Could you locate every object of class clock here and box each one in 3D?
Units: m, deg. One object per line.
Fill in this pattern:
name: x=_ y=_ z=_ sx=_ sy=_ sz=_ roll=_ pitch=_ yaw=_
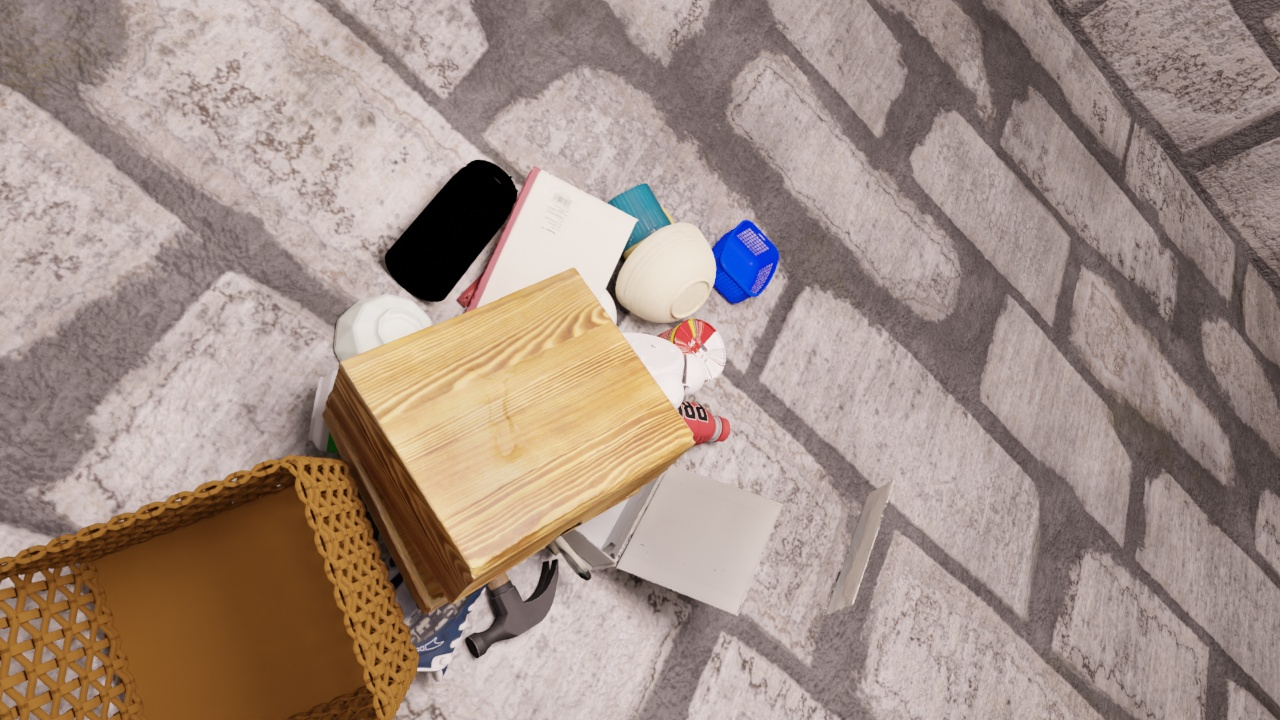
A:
clock: x=-0.007 y=0.007 z=1.140 sx=0.125 sy=0.161 sz=0.073 roll=-36 pitch=136 yaw=-54

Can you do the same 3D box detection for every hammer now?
hammer: x=-0.199 y=0.173 z=1.065 sx=0.132 sy=0.040 sz=0.305 roll=-25 pitch=89 yaw=-36

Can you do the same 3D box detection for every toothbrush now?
toothbrush: x=-0.176 y=-0.133 z=1.200 sx=0.016 sy=0.017 sz=0.189 roll=48 pitch=53 yaw=-14

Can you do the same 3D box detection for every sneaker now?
sneaker: x=-0.225 y=0.272 z=0.969 sx=0.268 sy=0.103 sz=0.132 roll=-31 pitch=107 yaw=-27

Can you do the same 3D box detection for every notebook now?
notebook: x=-0.112 y=-0.121 z=1.170 sx=0.153 sy=0.012 sz=0.208 roll=26 pitch=85 yaw=-14

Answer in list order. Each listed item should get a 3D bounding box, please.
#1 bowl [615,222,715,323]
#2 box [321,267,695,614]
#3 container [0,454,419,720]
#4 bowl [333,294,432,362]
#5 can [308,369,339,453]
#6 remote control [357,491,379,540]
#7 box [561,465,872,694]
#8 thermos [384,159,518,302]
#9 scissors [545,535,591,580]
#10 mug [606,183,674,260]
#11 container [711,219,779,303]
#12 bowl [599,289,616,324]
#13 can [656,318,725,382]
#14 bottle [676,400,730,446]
bowl: x=0.048 y=-0.107 z=1.258 sx=0.150 sy=0.151 sz=0.075 roll=-15 pitch=51 yaw=-39
box: x=-0.138 y=0.069 z=0.919 sx=0.278 sy=0.168 sz=0.245 roll=-27 pitch=79 yaw=-34
container: x=-0.347 y=0.225 z=0.761 sx=0.251 sy=0.214 sz=0.219 roll=-21 pitch=86 yaw=-9
bowl: x=-0.285 y=-0.025 z=1.054 sx=0.117 sy=0.061 sz=0.117 roll=13 pitch=68 yaw=-33
can: x=-0.279 y=0.062 z=0.991 sx=0.139 sy=0.088 sz=0.087 roll=10 pitch=67 yaw=-16
remote control: x=-0.298 y=0.151 z=1.015 sx=0.046 sy=0.009 sz=0.124 roll=28 pitch=59 yaw=-26
box: x=0.064 y=0.225 z=1.149 sx=0.478 sy=0.119 sz=0.166 roll=30 pitch=56 yaw=1
thermos: x=-0.223 y=-0.171 z=1.135 sx=0.086 sy=0.086 sz=0.198 roll=42 pitch=54 yaw=-17
scissors: x=-0.110 y=0.194 z=1.061 sx=0.012 sy=0.154 sz=0.163 roll=-43 pitch=98 yaw=-21
mug: x=0.009 y=-0.192 z=1.321 sx=0.113 sy=0.083 sz=0.107 roll=-29 pitch=88 yaw=-51
container: x=0.153 y=-0.150 z=1.421 sx=0.096 sy=0.058 sz=0.114 roll=44 pitch=54 yaw=-16
bowl: x=-0.077 y=-0.064 z=1.226 sx=0.104 sy=0.054 sz=0.104 roll=14 pitch=65 yaw=-33
can: x=0.046 y=0.001 z=1.251 sx=0.086 sy=0.117 sz=0.086 roll=13 pitch=67 yaw=-32
bottle: x=0.047 y=0.084 z=1.258 sx=0.176 sy=0.062 sz=0.062 roll=12 pitch=67 yaw=-33
